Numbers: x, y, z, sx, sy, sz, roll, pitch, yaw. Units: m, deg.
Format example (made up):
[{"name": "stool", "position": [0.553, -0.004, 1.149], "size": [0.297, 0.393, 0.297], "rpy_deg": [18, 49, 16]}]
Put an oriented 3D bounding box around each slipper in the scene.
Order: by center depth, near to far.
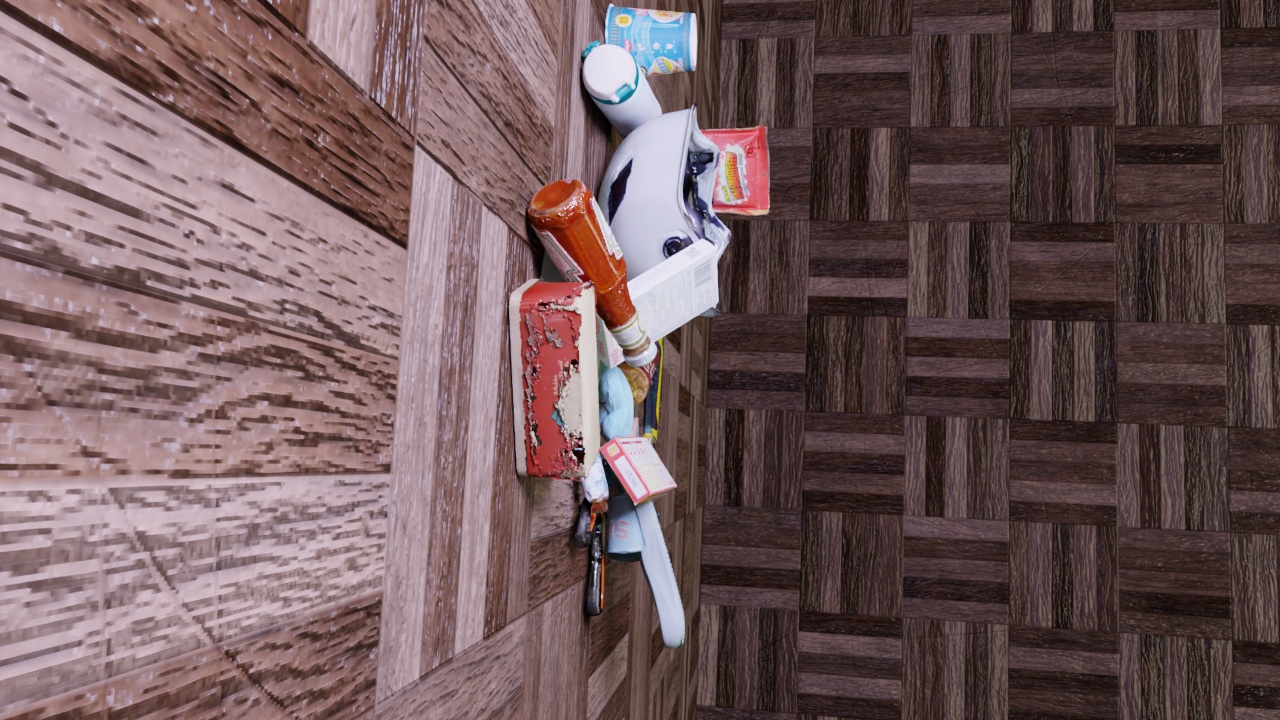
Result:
[{"name": "slipper", "position": [-0.004, 0.245, 1.158], "size": [0.104, 0.074, 0.245], "rpy_deg": [90, -17, -74]}]

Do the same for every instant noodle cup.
[{"name": "instant noodle cup", "position": [0.016, -0.407, 1.178], "size": [0.099, 0.110, 0.099], "rpy_deg": [3, 89, -82]}]

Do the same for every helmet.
[{"name": "helmet", "position": [0.020, -0.180, 1.131], "size": [0.228, 0.146, 0.259], "rpy_deg": [-80, 160, -43]}]

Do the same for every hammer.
[{"name": "hammer", "position": [0.013, 0.101, 1.351], "size": [0.126, 0.032, 0.322], "rpy_deg": [75, 17, -61]}]

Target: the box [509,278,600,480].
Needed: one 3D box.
[{"name": "box", "position": [-0.065, 0.017, 0.809], "size": [0.091, 0.078, 0.168], "rpy_deg": [-64, 154, -72]}]

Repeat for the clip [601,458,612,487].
[{"name": "clip", "position": [-0.043, 0.135, 1.108], "size": [0.057, 0.014, 0.046], "rpy_deg": [80, 7, -64]}]

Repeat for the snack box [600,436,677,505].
[{"name": "snack box", "position": [0.001, 0.130, 1.101], "size": [0.077, 0.027, 0.155], "rpy_deg": [57, 8, 11]}]

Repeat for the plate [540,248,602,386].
[{"name": "plate", "position": [-0.068, -0.041, 0.963], "size": [0.230, 0.027, 0.230], "rpy_deg": [2, 89, -82]}]

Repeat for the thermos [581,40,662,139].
[{"name": "thermos", "position": [-0.022, -0.319, 1.094], "size": [0.224, 0.073, 0.073], "rpy_deg": [-8, 100, -81]}]

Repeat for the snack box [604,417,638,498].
[{"name": "snack box", "position": [-0.024, 0.149, 1.301], "size": [0.157, 0.026, 0.084], "rpy_deg": [-67, 157, -69]}]

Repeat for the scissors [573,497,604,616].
[{"name": "scissors", "position": [-0.058, 0.194, 1.110], "size": [0.221, 0.022, 0.230], "rpy_deg": [71, 19, -79]}]

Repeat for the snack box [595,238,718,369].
[{"name": "snack box", "position": [0.018, -0.062, 1.003], "size": [0.027, 0.156, 0.085], "rpy_deg": [44, -25, 35]}]

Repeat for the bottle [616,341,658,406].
[{"name": "bottle", "position": [-0.008, 0.007, 1.280], "size": [0.174, 0.057, 0.057], "rpy_deg": [-68, 158, -68]}]

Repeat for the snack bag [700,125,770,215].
[{"name": "snack bag", "position": [0.086, -0.278, 1.347], "size": [0.073, 0.208, 0.129], "rpy_deg": [-58, 148, -64]}]

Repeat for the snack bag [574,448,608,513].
[{"name": "snack bag", "position": [-0.056, 0.118, 1.022], "size": [0.048, 0.026, 0.104], "rpy_deg": [19, 54, -70]}]

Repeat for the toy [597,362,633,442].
[{"name": "toy", "position": [-0.035, 0.050, 1.121], "size": [0.156, 0.050, 0.161], "rpy_deg": [-89, 176, -63]}]

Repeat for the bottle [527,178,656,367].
[{"name": "bottle", "position": [-0.037, -0.074, 0.862], "size": [0.059, 0.060, 0.206], "rpy_deg": [-80, 150, -45]}]
